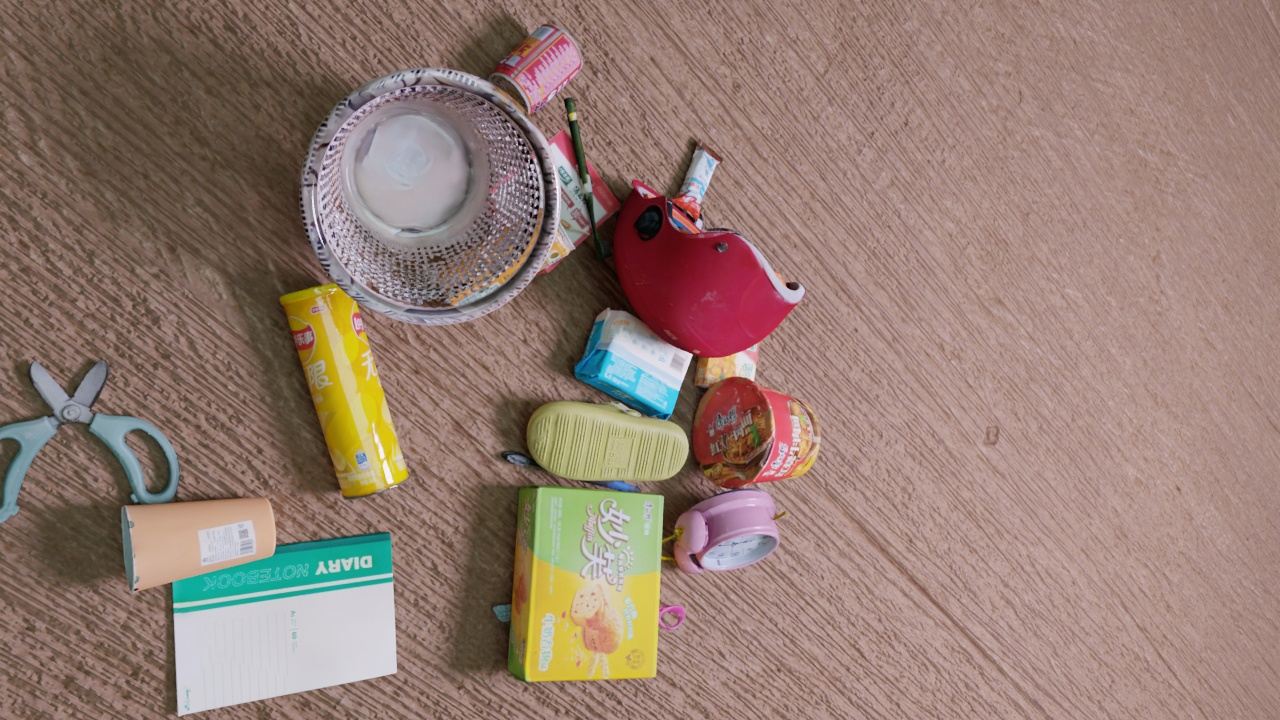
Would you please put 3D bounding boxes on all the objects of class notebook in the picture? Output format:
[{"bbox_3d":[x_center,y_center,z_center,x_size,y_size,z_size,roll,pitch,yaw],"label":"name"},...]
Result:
[{"bbox_3d":[-0.352,0.259,0.921,0.208,0.012,0.150,-2,89,-29],"label":"notebook"}]

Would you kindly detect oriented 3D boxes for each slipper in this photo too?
[{"bbox_3d":[-0.040,0.091,1.066,0.190,0.081,0.092,10,105,-14],"label":"slipper"}]

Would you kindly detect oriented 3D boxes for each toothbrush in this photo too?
[{"bbox_3d":[-0.076,0.134,1.078,0.189,0.016,0.014,20,84,-29],"label":"toothbrush"},{"bbox_3d":[-0.060,-0.206,1.043,0.017,0.012,0.186,-16,96,-34],"label":"toothbrush"}]

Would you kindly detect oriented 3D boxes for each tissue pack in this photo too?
[{"bbox_3d":[-0.006,0.006,1.092,0.140,0.063,0.090,29,72,-27],"label":"tissue pack"}]

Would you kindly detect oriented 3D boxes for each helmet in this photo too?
[{"bbox_3d":[0.053,-0.094,1.052,0.144,0.240,0.206,-56,148,8],"label":"helmet"}]

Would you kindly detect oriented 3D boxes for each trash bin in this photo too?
[{"bbox_3d":[-0.209,-0.168,0.887,0.227,0.192,0.228,-7,111,-18],"label":"trash bin"}]

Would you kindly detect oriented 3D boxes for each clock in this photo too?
[{"bbox_3d":[0.095,0.212,1.116,0.158,0.117,0.059,-9,56,-8],"label":"clock"}]

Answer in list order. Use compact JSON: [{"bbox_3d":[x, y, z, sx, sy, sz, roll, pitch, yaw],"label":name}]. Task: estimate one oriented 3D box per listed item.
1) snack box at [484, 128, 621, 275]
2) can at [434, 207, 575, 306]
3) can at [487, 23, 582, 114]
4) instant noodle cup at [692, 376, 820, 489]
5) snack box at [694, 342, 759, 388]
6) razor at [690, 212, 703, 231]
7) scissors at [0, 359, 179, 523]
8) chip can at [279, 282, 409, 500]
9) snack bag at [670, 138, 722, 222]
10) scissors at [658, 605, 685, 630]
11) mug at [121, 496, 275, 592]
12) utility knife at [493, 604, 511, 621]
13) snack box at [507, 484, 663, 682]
[{"bbox_3d":[-0.106,-0.180,1.051,0.126,0.044,0.113,-45,109,-21],"label":"snack box"},{"bbox_3d":[-0.146,-0.108,0.986,0.146,0.058,0.058,-30,105,1],"label":"can"},{"bbox_3d":[-0.119,-0.325,1.034,0.066,0.067,0.093,48,67,-20],"label":"can"},{"bbox_3d":[0.148,0.092,1.146,0.108,0.138,0.138,8,85,-39],"label":"instant noodle cup"},{"bbox_3d":[0.117,-0.037,1.185,0.077,0.027,0.155,12,83,-30],"label":"snack box"},{"bbox_3d":[0.064,-0.120,1.160,0.042,0.022,0.142,14,82,-30],"label":"razor"},{"bbox_3d":[-0.504,0.090,0.834,0.179,0.019,0.170,35,71,-23],"label":"scissors"},{"bbox_3d":[-0.297,0.029,0.923,0.072,0.072,0.213,-18,99,-29],"label":"chip can"},{"bbox_3d":[0.072,-0.228,1.163,0.048,0.026,0.104,34,72,-24],"label":"snack bag"},{"bbox_3d":[0.000,0.295,1.104,0.135,0.017,0.133,33,67,-20],"label":"scissors"},{"bbox_3d":[-0.410,0.164,0.855,0.122,0.078,0.078,-5,91,-34],"label":"mug"},{"bbox_3d":[-0.072,0.290,1.074,0.212,0.022,0.031,6,83,-36],"label":"utility knife"},{"bbox_3d":[-0.061,0.249,1.035,0.157,0.070,0.210,7,80,-24],"label":"snack box"}]
